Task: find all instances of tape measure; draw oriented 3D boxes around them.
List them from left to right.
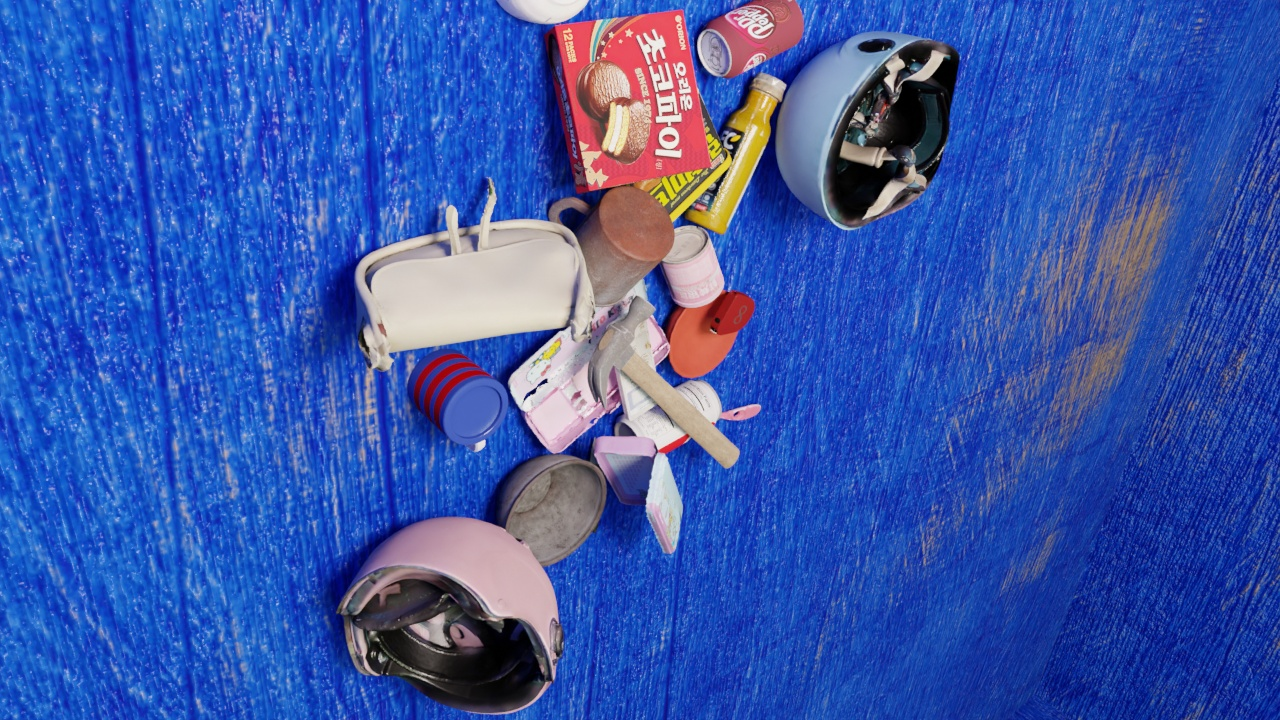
[{"bbox_3d":[0.117,-0.058,1.162,0.051,0.019,0.059,12,112,-49],"label":"tape measure"}]

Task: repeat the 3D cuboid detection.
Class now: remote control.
[{"bbox_3d":[-0.006,0.006,1.064,0.050,0.011,0.136,-32,130,-27],"label":"remote control"}]

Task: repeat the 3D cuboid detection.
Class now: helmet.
[{"bbox_3d":[-0.194,0.271,0.998,0.152,0.230,0.255,-78,150,-51],"label":"helmet"},{"bbox_3d":[0.255,-0.276,1.097,0.264,0.167,0.226,-32,135,-37],"label":"helmet"}]

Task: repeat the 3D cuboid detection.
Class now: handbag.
[{"bbox_3d":[-0.151,-0.078,0.840,0.228,0.184,0.132,-11,120,-20],"label":"handbag"}]

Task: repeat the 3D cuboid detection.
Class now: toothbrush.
[{"bbox_3d":[0.131,0.077,1.316,0.134,0.016,0.022,-5,117,-42],"label":"toothbrush"}]

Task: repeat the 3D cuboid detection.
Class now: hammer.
[{"bbox_3d":[0.041,0.053,1.112,0.119,0.031,0.331,-53,139,-6],"label":"hammer"}]

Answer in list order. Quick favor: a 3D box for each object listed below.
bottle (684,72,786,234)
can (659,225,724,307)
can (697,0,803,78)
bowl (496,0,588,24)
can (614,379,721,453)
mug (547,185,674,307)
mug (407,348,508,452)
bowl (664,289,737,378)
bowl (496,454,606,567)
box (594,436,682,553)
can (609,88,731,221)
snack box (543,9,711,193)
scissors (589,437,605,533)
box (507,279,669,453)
[{"bbox_3d":[0.113,-0.242,1.073,0.053,0.053,0.186,15,103,-47],"label":"bottle"},{"bbox_3d":[0.059,-0.111,1.092,0.067,0.067,0.076,-41,136,-17],"label":"can"},{"bbox_3d":[0.121,-0.356,1.002,0.114,0.063,0.063,-33,133,-25],"label":"can"},{"bbox_3d":[-0.081,-0.353,0.819,0.104,0.054,0.105,-24,128,-34],"label":"bowl"},{"bbox_3d":[0.036,0.078,1.184,0.131,0.070,0.070,-26,130,-31],"label":"can"},{"bbox_3d":[-0.039,-0.128,0.951,0.123,0.110,0.096,38,48,-10],"label":"mug"},{"bbox_3d":[-0.185,0.051,0.952,0.074,0.076,0.112,-31,133,-27],"label":"mug"},{"bbox_3d":[0.072,-0.040,1.172,0.121,0.035,0.122,-23,129,-33],"label":"bowl"},{"bbox_3d":[-0.117,0.168,1.096,0.144,0.067,0.145,-23,129,-33],"label":"bowl"},{"bbox_3d":[0.001,0.172,1.128,0.214,0.090,0.092,72,21,-64],"label":"box"},{"bbox_3d":[0.021,-0.221,0.985,0.130,0.072,0.101,-45,135,-13],"label":"can"},{"bbox_3d":[-0.011,-0.251,0.894,0.132,0.036,0.152,-15,100,-21],"label":"snack box"},{"bbox_3d":[-0.068,0.173,1.183,0.150,0.019,0.120,-52,138,-9],"label":"scissors"},{"bbox_3d":[-0.061,-0.001,1.060,0.201,0.059,0.156,-42,134,-17],"label":"box"}]
